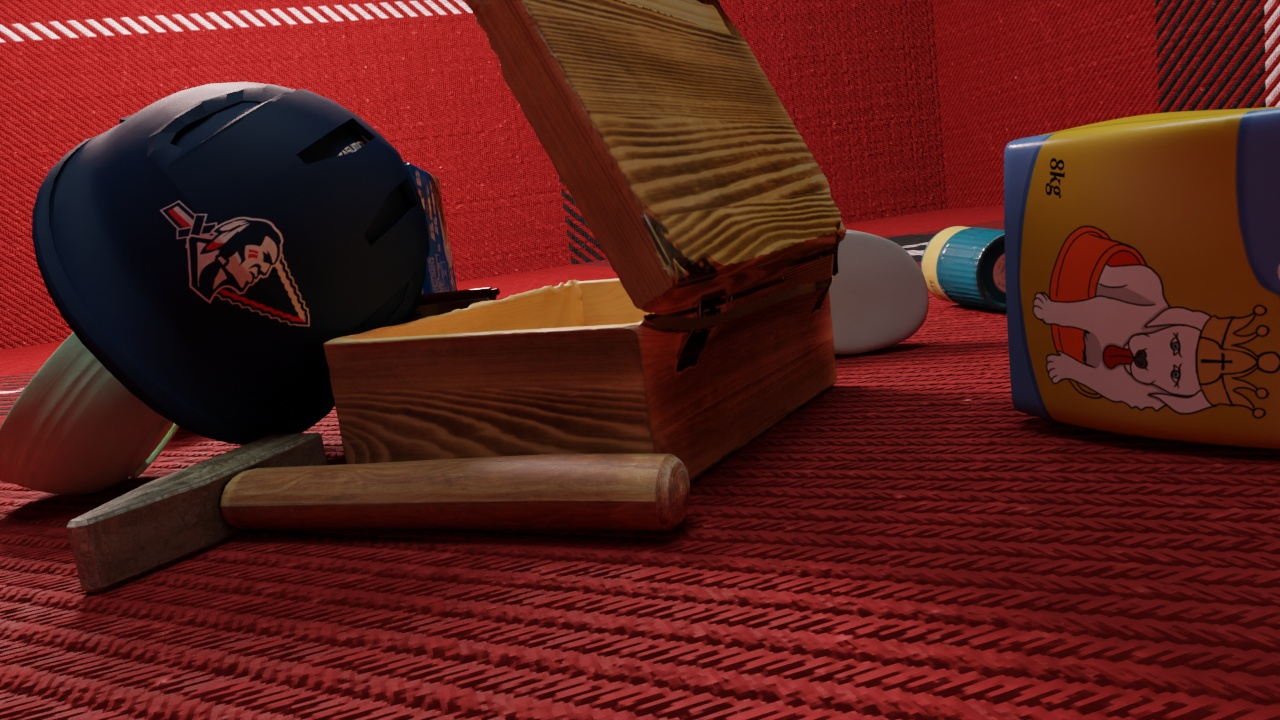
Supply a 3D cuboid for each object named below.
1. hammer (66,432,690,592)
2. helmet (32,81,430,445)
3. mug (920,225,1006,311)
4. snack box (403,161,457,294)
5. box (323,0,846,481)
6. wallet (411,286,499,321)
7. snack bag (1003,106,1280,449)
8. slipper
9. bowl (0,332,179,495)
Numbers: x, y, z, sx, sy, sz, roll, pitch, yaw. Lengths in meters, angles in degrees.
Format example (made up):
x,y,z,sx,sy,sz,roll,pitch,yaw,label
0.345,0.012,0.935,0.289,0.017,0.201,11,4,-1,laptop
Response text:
x,y,z,sx,sy,sz,roll,pitch,yaw,label
-0.121,0.070,0.463,0.301,0.037,0.157,-4,10,21,hammer
-0.260,-0.070,0.616,0.224,0.232,0.271,-24,23,29,helmet
0.365,-0.091,0.942,0.113,0.083,0.107,19,4,-14,mug
-0.210,-0.067,0.832,0.069,0.203,0.155,-8,7,-2,snack box
-0.011,-0.104,0.582,0.284,0.323,0.278,0,11,31,box
-0.159,-0.002,0.716,0.092,0.115,0.018,-5,-23,19,wallet
0.284,-0.040,0.433,0.102,0.159,0.205,-12,12,-28,snack bag
0.114,-0.048,0.819,0.266,0.113,0.080,-7,-10,3,slipper
-0.372,0.036,0.648,0.077,0.151,0.151,34,1,-13,bowl
